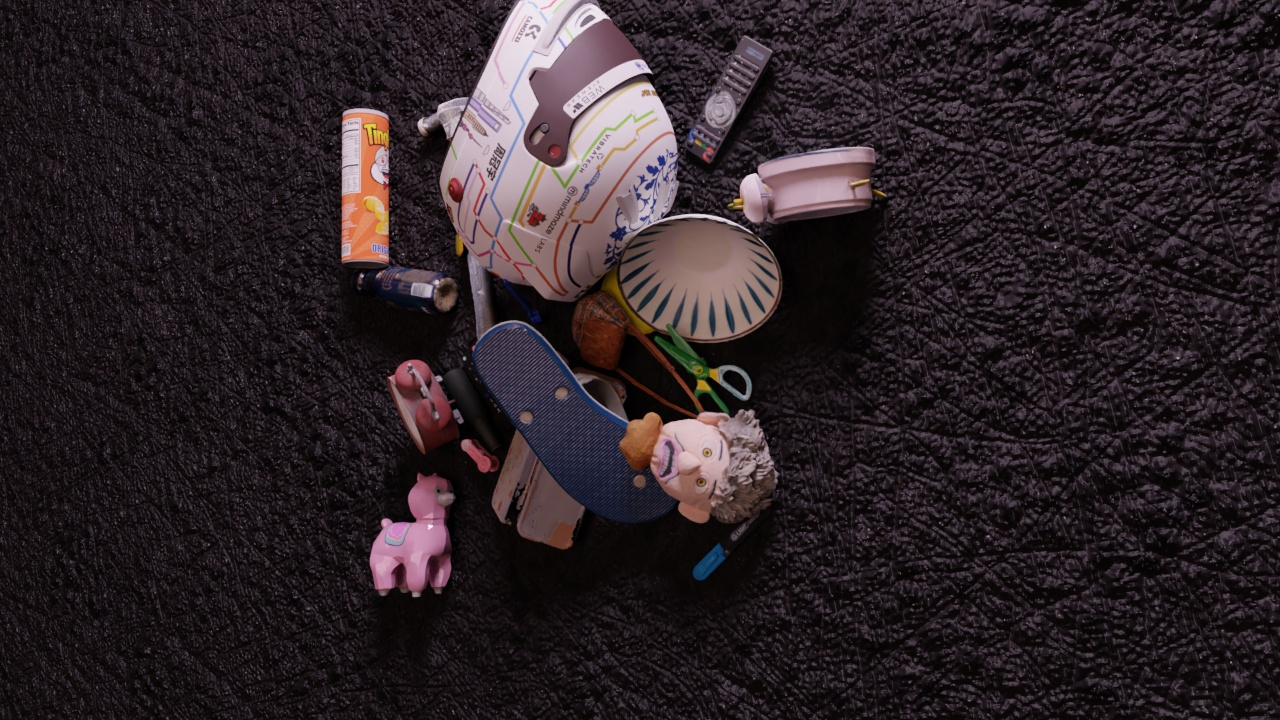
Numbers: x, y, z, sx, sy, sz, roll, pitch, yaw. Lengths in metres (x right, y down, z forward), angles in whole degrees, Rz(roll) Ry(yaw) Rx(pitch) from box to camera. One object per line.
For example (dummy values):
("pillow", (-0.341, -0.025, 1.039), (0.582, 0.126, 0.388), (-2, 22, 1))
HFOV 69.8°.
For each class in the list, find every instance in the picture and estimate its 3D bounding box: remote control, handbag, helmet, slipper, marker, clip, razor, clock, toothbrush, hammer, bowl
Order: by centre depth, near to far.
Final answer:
("clock", (0.165, -0.176, 0.943), (0.158, 0.116, 0.059), (-6, 93, 26))
("bowl", (0.066, -0.106, 1.000), (0.178, 0.177, 0.070), (-16, 40, 27))
("helmet", (-0.073, -0.223, 1.010), (0.236, 0.230, 0.315), (31, 106, 7))
("marker", (0.101, 0.200, 1.014), (0.123, 0.015, 0.018), (-48, 63, 16))
("slipper", (-0.073, 0.073, 1.037), (0.118, 0.060, 0.295), (-40, 104, 8))
("remote control", (0.100, -0.293, 1.038), (0.045, 0.021, 0.141), (40, 111, 26))
("handbag", (-0.006, 0.006, 1.050), (0.196, 0.043, 0.094), (42, 145, 19))
("toothbrush", (-0.135, -0.068, 1.069), (0.011, 0.187, 0.016), (-16, 79, 1))
("clock", (-0.269, 0.052, 1.159), (0.061, 0.157, 0.110), (-26, 79, -20))
("clip", (-0.210, 0.122, 1.177), (0.059, 0.039, 0.023), (40, 109, 28))
("razor", (-0.233, -0.203, 1.178), (0.044, 0.021, 0.144), (-10, 82, 49))
("remote control", (-0.191, 0.034, 1.186), (0.039, 0.010, 0.124), (-44, 69, 20))
("hammer", (-0.212, -0.187, 1.197), (0.141, 0.036, 0.326), (-14, 81, 29))

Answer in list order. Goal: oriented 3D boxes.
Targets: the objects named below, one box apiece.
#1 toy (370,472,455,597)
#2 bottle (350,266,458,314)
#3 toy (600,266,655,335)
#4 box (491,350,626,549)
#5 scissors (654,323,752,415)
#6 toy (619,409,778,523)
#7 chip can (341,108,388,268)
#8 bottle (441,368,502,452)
("toy", (-0.294, 0.228, 1.203), (0.123, 0.067, 0.157), (-5, 81, 30))
("bottle", (-0.321, -0.098, 1.239), (0.161, 0.056, 0.056), (11, 92, 29))
("toy", (-0.006, -0.075, 1.074), (0.095, 0.041, 0.094), (42, 113, 23))
("box", (-0.102, 0.106, 1.120), (0.121, 0.094, 0.217), (20, 98, 0))
("scissors", (0.072, 0.003, 1.019), (0.078, 0.013, 0.132), (-33, 93, 19))
("toy", (0.063, 0.106, 0.984), (0.176, 0.076, 0.132), (14, 89, 5))
("chip can", (-0.383, -0.237, 1.277), (0.062, 0.062, 0.210), (-3, 86, 29))
("bottle", (-0.215, 0.066, 1.185), (0.033, 0.033, 0.123), (-43, 69, 20))
